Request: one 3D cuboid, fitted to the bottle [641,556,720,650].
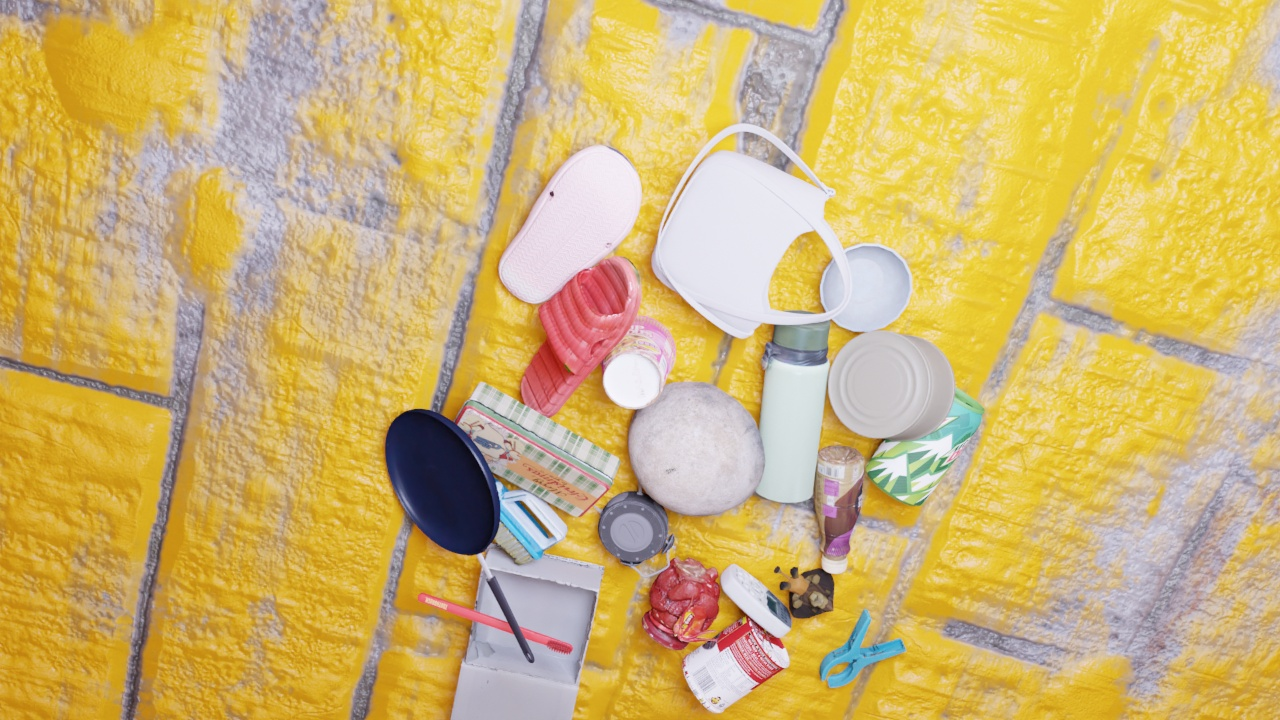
[{"bbox_3d":[0.059,0.320,1.204,0.099,0.099,0.111,27,102,-7],"label":"bottle"}]

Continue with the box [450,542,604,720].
[{"bbox_3d":[-0.168,0.442,1.256,0.166,0.098,0.369,12,102,-1],"label":"box"}]

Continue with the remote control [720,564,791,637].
[{"bbox_3d":[0.153,0.318,1.218,0.114,0.060,0.028,43,108,-7],"label":"remote control"}]

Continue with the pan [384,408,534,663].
[{"bbox_3d":[-0.213,0.222,1.156,0.199,0.021,0.356,-23,94,43],"label":"pan"}]

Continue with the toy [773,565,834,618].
[{"bbox_3d":[0.214,0.299,1.205,0.100,0.062,0.076,38,88,-28],"label":"toy"}]

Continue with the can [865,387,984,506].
[{"bbox_3d":[0.348,0.099,1.122,0.083,0.083,0.144,27,108,-7],"label":"can"}]

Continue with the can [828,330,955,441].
[{"bbox_3d":[0.292,0.030,1.072,0.128,0.073,0.127,-5,82,38],"label":"can"}]

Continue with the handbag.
[{"bbox_3d":[0.140,-0.128,1.028,0.222,0.095,0.216,31,109,8],"label":"handbag"}]

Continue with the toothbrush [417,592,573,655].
[{"bbox_3d":[-0.188,0.342,1.186,0.212,0.018,0.012,20,95,-2],"label":"toothbrush"}]

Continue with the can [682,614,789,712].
[{"bbox_3d":[0.127,0.405,1.235,0.116,0.086,0.086,-39,103,13],"label":"can"}]

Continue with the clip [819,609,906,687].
[{"bbox_3d":[0.288,0.398,1.258,0.102,0.027,0.120,40,106,-8],"label":"clip"}]

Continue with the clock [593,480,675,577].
[{"bbox_3d":[-0.006,0.220,1.199,0.091,0.043,0.123,-27,100,14],"label":"clock"}]

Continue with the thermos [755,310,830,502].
[{"bbox_3d":[0.182,0.054,1.118,0.082,0.082,0.232,4,109,1],"label":"thermos"}]

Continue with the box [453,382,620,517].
[{"bbox_3d":[-0.136,0.114,1.140,0.205,0.050,0.118,31,144,-9],"label":"box"}]

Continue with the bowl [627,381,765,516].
[{"bbox_3d":[0.056,0.119,1.117,0.179,0.081,0.178,7,109,21],"label":"bowl"}]

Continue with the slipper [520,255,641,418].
[{"bbox_3d":[-0.086,-0.028,1.072,0.059,0.103,0.249,7,136,-40],"label":"slipper"}]

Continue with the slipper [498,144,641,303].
[{"bbox_3d":[-0.083,-0.153,1.072,0.107,0.055,0.222,39,117,-11],"label":"slipper"}]

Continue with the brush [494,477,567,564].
[{"bbox_3d":[-0.165,0.195,1.193,0.075,0.055,0.136,-35,104,18],"label":"brush"}]

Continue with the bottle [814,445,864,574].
[{"bbox_3d":[0.251,0.194,1.171,0.059,0.059,0.166,0,109,3],"label":"bottle"}]

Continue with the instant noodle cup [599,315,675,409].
[{"bbox_3d":[-0.006,0.006,1.094,0.098,0.108,0.098,1,108,2],"label":"instant noodle cup"}]

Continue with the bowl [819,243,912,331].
[{"bbox_3d":[0.263,-0.090,1.085,0.106,0.039,0.106,1,109,2],"label":"bowl"}]
